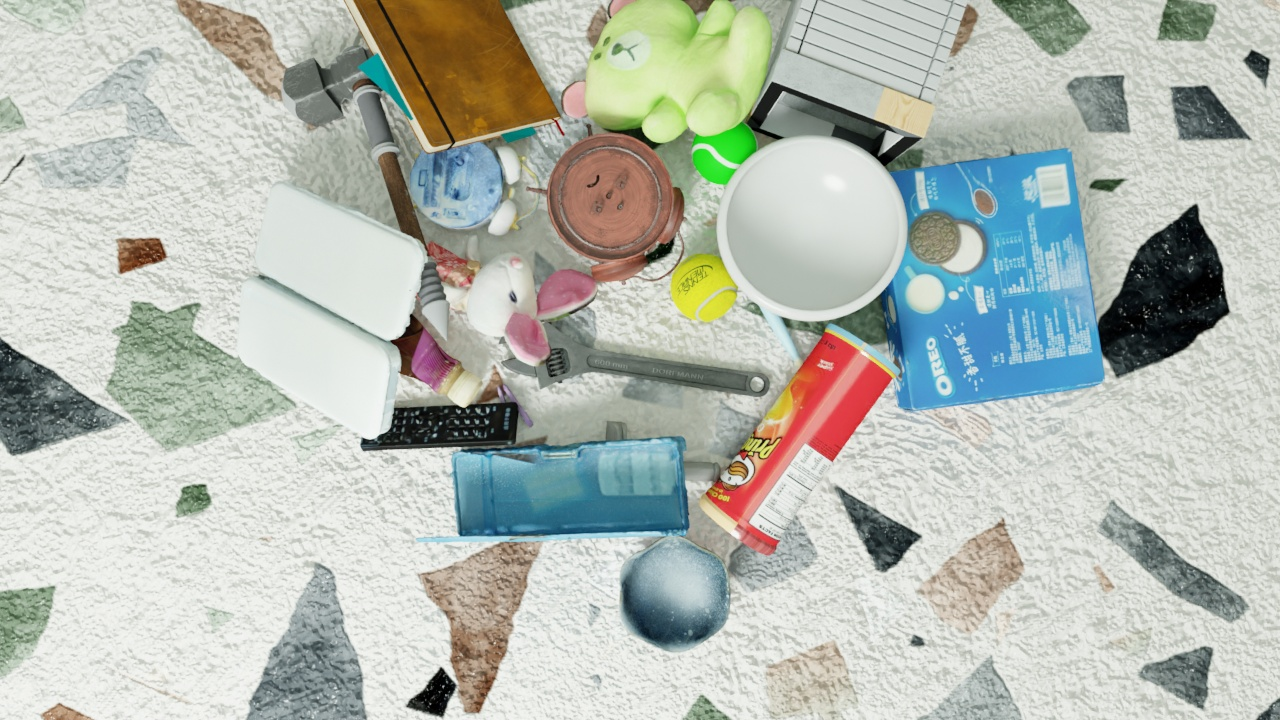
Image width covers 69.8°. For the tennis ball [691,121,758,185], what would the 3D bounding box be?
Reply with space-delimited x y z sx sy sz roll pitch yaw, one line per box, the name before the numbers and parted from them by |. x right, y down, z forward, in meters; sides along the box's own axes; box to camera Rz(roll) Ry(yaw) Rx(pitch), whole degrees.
tennis ball | 0.083 -0.205 0.897 0.065 0.065 0.065 0 89 -3

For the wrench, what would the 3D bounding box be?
wrench | -0.005 0.006 0.913 0.273 0.018 0.073 8 88 -4

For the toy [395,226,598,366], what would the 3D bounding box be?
toy | -0.147 -0.070 0.870 0.194 0.158 0.084 26 127 9

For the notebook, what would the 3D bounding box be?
notebook | -0.191 -0.306 0.860 0.178 0.014 0.249 -28 90 -42

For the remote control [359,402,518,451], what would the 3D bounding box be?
remote control | -0.193 0.067 0.889 0.150 0.022 0.047 -2 52 3

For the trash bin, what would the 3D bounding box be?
trash bin | 0.217 -0.331 0.868 0.142 0.142 0.247 20 88 -2

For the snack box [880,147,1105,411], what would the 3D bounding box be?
snack box | 0.340 -0.078 0.913 0.195 0.056 0.239 -8 90 -3

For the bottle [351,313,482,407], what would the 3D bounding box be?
bottle | -0.227 -0.014 0.880 0.166 0.059 0.059 35 87 -1

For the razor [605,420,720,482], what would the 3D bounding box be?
razor | 0.021 0.107 0.902 0.116 0.047 0.088 4 88 -10

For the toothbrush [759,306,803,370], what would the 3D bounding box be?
toothbrush | 0.150 -0.015 0.921 0.022 0.016 0.155 -31 91 -26

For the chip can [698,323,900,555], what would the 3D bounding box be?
chip can | 0.150 0.075 0.874 0.087 0.087 0.213 35 93 -2

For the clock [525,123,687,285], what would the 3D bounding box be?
clock | -0.022 -0.142 0.881 0.157 0.072 0.120 44 87 -10

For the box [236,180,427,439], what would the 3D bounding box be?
box | -0.285 -0.048 0.825 0.209 0.045 0.191 27 108 27

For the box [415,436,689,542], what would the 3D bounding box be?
box | -0.080 0.122 0.827 0.232 0.111 0.094 -4 88 16

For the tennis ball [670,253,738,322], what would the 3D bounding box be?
tennis ball | 0.062 -0.071 0.893 0.065 0.065 0.065 0 89 -3

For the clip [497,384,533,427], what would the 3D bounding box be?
clip | -0.122 0.049 0.909 0.043 0.014 0.051 2 91 -3

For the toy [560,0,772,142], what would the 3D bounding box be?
toy | 0.031 -0.272 0.864 0.107 0.197 0.150 21 97 -46

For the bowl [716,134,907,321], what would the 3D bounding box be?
bowl | 0.160 -0.122 0.879 0.176 0.066 0.176 0 84 1

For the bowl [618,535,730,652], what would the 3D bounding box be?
bowl | 0.031 0.221 0.890 0.110 0.055 0.110 0 89 -2

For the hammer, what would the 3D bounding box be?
hammer | -0.222 -0.159 0.835 0.156 0.043 0.322 -22 69 1

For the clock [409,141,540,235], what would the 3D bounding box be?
clock | -0.160 -0.167 0.891 0.125 0.052 0.089 7 88 -3
